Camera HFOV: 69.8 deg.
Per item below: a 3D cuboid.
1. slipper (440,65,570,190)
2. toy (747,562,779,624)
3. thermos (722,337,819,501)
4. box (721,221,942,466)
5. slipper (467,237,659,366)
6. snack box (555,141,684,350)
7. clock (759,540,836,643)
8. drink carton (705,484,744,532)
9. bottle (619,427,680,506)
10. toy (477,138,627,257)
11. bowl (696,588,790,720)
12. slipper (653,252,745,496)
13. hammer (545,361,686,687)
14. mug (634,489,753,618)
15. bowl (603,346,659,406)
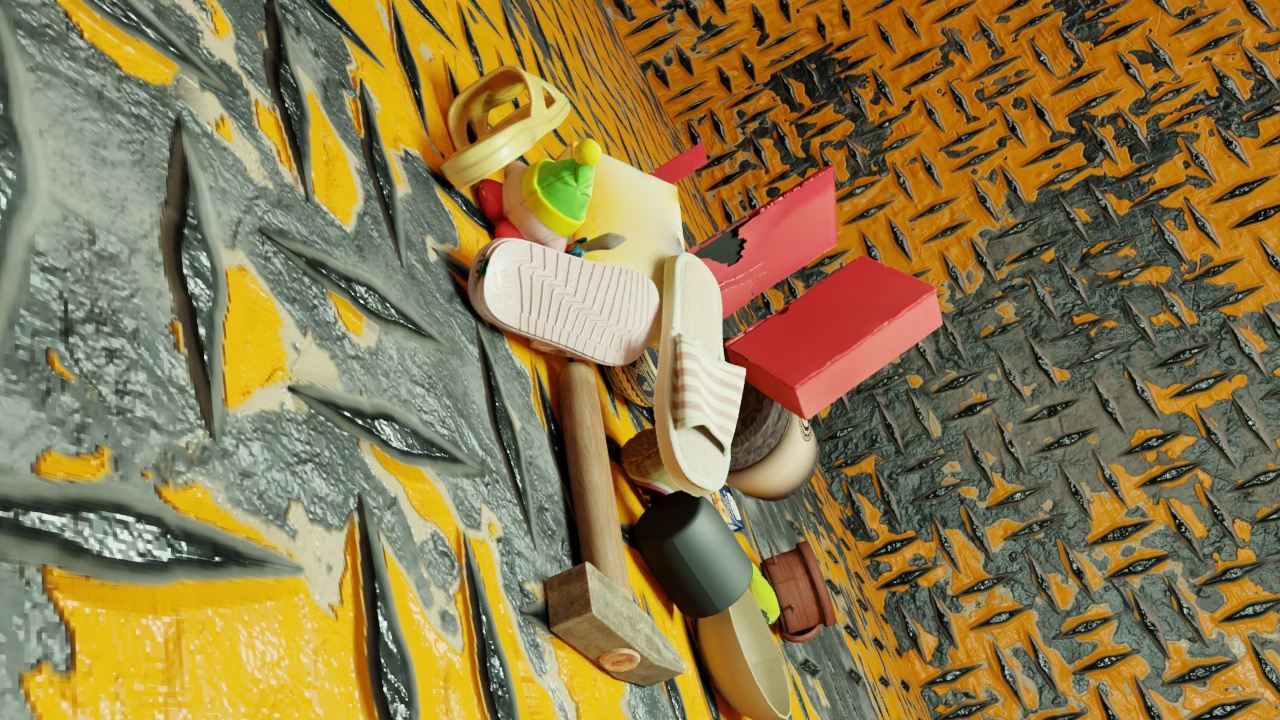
[{"bbox_3d":[-0.142,-0.238,0.899,0.078,0.100,0.262,58,18,-20],"label":"slipper"},{"bbox_3d":[0.150,0.296,1.188,0.094,0.036,0.093,56,6,-43],"label":"toy"},{"bbox_3d":[0.140,0.091,1.209,0.226,0.173,0.172,43,25,-52],"label":"thermos"},{"bbox_3d":[0.239,0.037,1.131,0.198,0.216,0.352,41,-22,50],"label":"box"},{"bbox_3d":[-0.073,-0.051,0.835,0.239,0.064,0.094,14,85,-52],"label":"slipper"},{"bbox_3d":[-0.022,-0.127,0.985,0.145,0.081,0.195,18,52,-30],"label":"snack box"},{"bbox_3d":[0.215,0.322,1.268,0.158,0.072,0.120,73,-1,-59],"label":"clock"},{"bbox_3d":[0.088,0.183,1.141,0.130,0.040,0.064,36,32,-65],"label":"drink carton"},{"bbox_3d":[0.040,0.149,0.965,0.166,0.060,0.059,60,13,-24],"label":"bottle"},{"bbox_3d":[-0.084,-0.150,0.872,0.097,0.131,0.124,37,30,-75],"label":"toy"},{"bbox_3d":[0.097,0.295,0.931,0.152,0.050,0.152,59,14,-24],"label":"bowl"},{"bbox_3d":[0.059,0.003,0.889,0.115,0.052,0.262,35,45,-41],"label":"slipper"},{"bbox_3d":[-0.035,0.117,0.770,0.158,0.037,0.300,52,17,-43],"label":"hammer"},{"bbox_3d":[0.041,0.178,0.890,0.094,0.085,0.122,58,-14,-22],"label":"mug"},{"bbox_3d":[-0.006,0.006,1.049,0.112,0.061,0.112,59,14,-24],"label":"bowl"}]
